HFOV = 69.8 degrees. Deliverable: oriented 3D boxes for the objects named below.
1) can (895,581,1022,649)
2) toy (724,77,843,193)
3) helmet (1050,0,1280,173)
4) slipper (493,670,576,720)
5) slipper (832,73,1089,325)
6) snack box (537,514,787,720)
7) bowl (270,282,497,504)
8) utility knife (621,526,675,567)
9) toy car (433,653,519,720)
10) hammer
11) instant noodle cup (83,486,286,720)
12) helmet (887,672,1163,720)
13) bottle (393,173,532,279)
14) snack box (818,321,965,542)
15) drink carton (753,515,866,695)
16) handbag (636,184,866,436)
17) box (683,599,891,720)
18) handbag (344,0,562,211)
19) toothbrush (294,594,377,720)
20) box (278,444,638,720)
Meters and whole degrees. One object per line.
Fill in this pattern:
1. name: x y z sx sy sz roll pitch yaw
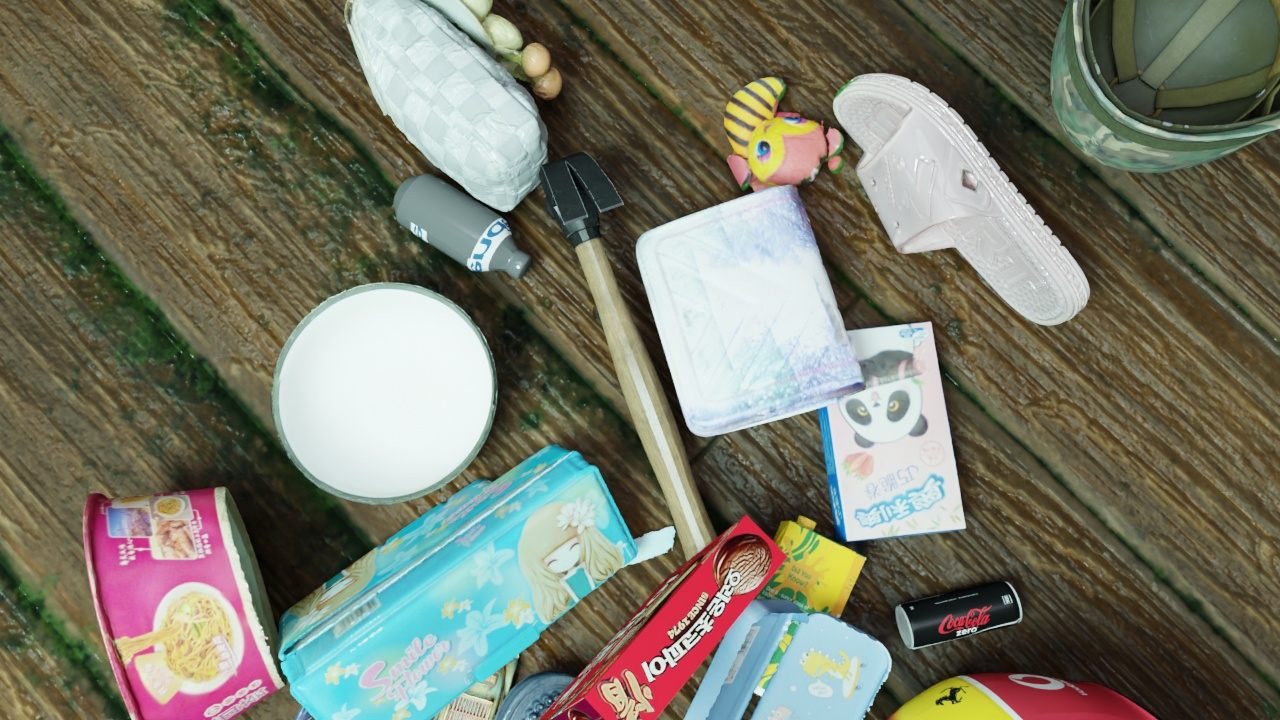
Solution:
1. can: 0.225 0.180 0.651 0.080 0.031 0.031 -12 80 -3
2. toy: 0.105 -0.167 0.706 0.084 0.046 0.103 -36 71 16
3. helmet: 0.390 -0.241 0.620 0.192 0.236 0.224 42 93 12
4. slipper: -0.073 0.337 0.582 0.101 0.083 0.263 21 79 -26
5. slipper: 0.222 -0.110 0.672 0.064 0.094 0.239 -41 86 -12
6. snack box: 0.007 0.179 0.570 0.036 0.133 0.151 45 54 7
7. bowl: -0.175 0.026 0.656 0.153 0.073 0.153 0 81 0
8. utility knife: -0.082 0.163 0.663 0.227 0.019 0.030 -18 87 -7
9. toy car: -0.120 0.244 0.630 0.047 0.047 0.111 17 80 -1
10. hammer: -0.004 0.004 0.650 0.040 0.132 0.305 -20 89 -9
11. instant noodle cup: -0.285 0.158 0.592 0.077 0.179 0.178 -18 80 -20
12. helmet: 0.235 0.326 0.543 0.224 0.198 0.271 -27 89 -5
13. bottle: -0.132 -0.098 0.691 0.112 0.047 0.047 32 81 5
14. snack box: 0.179 0.052 0.673 0.088 0.033 0.154 -7 80 -1
15. drink carton: 0.106 0.175 0.647 0.058 0.041 0.122 26 81 4
16. handbag: 0.078 -0.033 0.663 0.126 0.069 0.158 -18 80 12
17. box: 0.071 0.255 0.601 0.122 0.047 0.210 20 101 -19
18. handbag: -0.125 -0.202 0.679 0.123 0.113 0.171 -42 82 -14
19. toothbrush: -0.233 0.250 0.645 0.017 0.016 0.189 27 80 -6
20. box: -0.131 0.145 0.630 0.226 0.117 0.097 -35 125 -17
